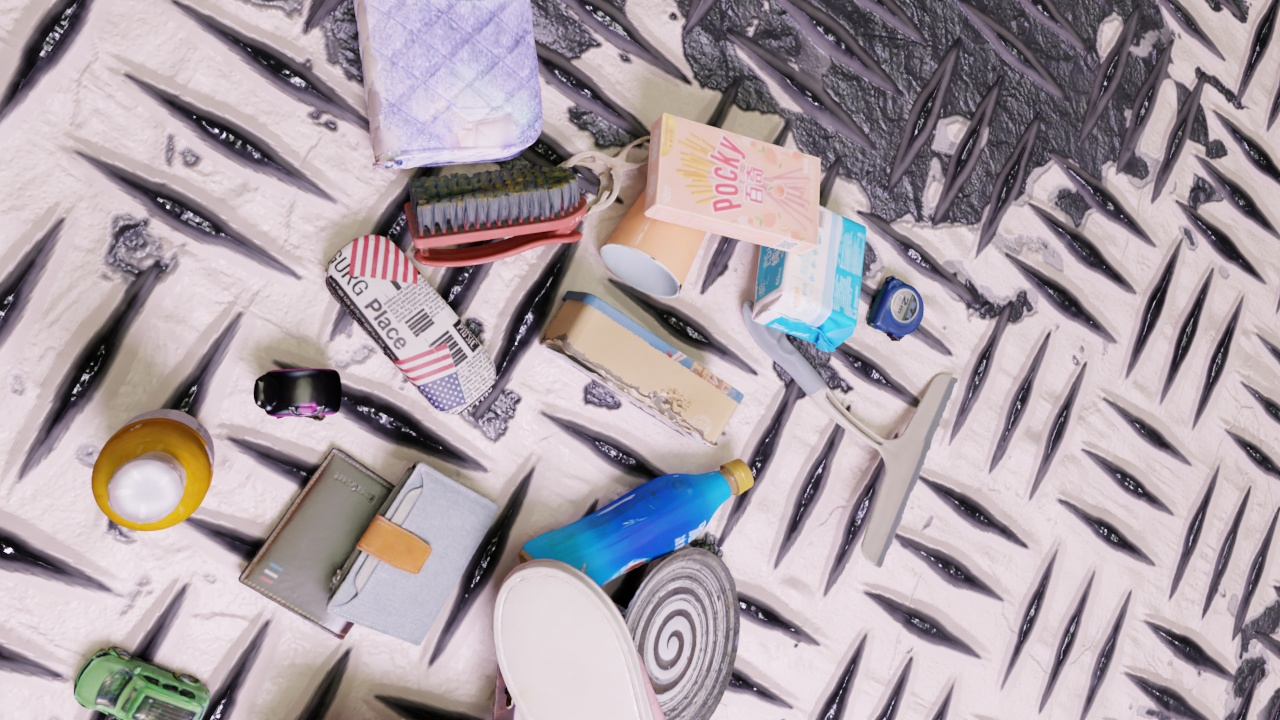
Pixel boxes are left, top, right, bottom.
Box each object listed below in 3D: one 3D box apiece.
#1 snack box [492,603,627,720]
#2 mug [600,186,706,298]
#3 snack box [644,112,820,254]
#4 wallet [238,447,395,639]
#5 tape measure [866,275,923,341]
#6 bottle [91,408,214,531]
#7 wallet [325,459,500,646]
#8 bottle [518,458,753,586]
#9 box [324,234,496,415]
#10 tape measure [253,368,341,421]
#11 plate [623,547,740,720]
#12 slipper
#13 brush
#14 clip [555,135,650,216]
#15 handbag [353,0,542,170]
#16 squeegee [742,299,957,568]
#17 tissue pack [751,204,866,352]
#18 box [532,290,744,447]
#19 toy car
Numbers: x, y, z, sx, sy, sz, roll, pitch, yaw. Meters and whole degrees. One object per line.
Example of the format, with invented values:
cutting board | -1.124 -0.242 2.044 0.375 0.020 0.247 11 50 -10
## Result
snack box | -0.069 0.269 0.778 0.125 0.053 0.113 5 89 -23
mug | 0.028 -0.126 0.806 0.078 0.078 0.122 36 72 -20
snack box | 0.081 -0.148 0.781 0.157 0.026 0.084 10 75 -23
wallet | -0.238 0.144 0.723 0.096 0.020 0.122 39 74 -19
tape measure | 0.259 -0.051 0.932 0.054 0.025 0.058 26 84 -23
bottle | -0.314 0.070 0.595 0.068 0.190 0.068 -1 91 -24
wallet | -0.176 0.152 0.722 0.106 0.037 0.129 42 73 -47
bottle | 0.003 0.143 0.801 0.218 0.065 0.065 -24 100 -21
box | -0.184 -0.027 0.736 0.071 0.057 0.164 -37 104 -1
tape measure | -0.256 0.026 0.692 0.058 0.057 0.039 -2 88 -7
plate | 0.030 0.252 0.811 0.179 0.024 0.179 -4 96 -48
slipper | -0.035 0.281 0.714 0.114 0.054 0.274 -21 91 11
brush | -0.114 -0.116 0.746 0.145 0.063 0.069 -10 130 -16
clip | -0.027 -0.154 0.803 0.103 0.035 0.092 -10 91 -31
handbag | -0.154 -0.250 0.724 0.134 0.076 0.194 -6 92 -19
squeegee | 0.179 0.031 0.891 0.246 0.039 0.245 42 57 -12
tissue pack | 0.156 -0.084 0.855 0.090 0.063 0.139 20 65 -22
box | -0.005 0.005 0.784 0.184 0.090 0.059 35 83 -21
toy car | -0.360 0.242 0.663 0.091 0.036 0.043 30 80 -17
